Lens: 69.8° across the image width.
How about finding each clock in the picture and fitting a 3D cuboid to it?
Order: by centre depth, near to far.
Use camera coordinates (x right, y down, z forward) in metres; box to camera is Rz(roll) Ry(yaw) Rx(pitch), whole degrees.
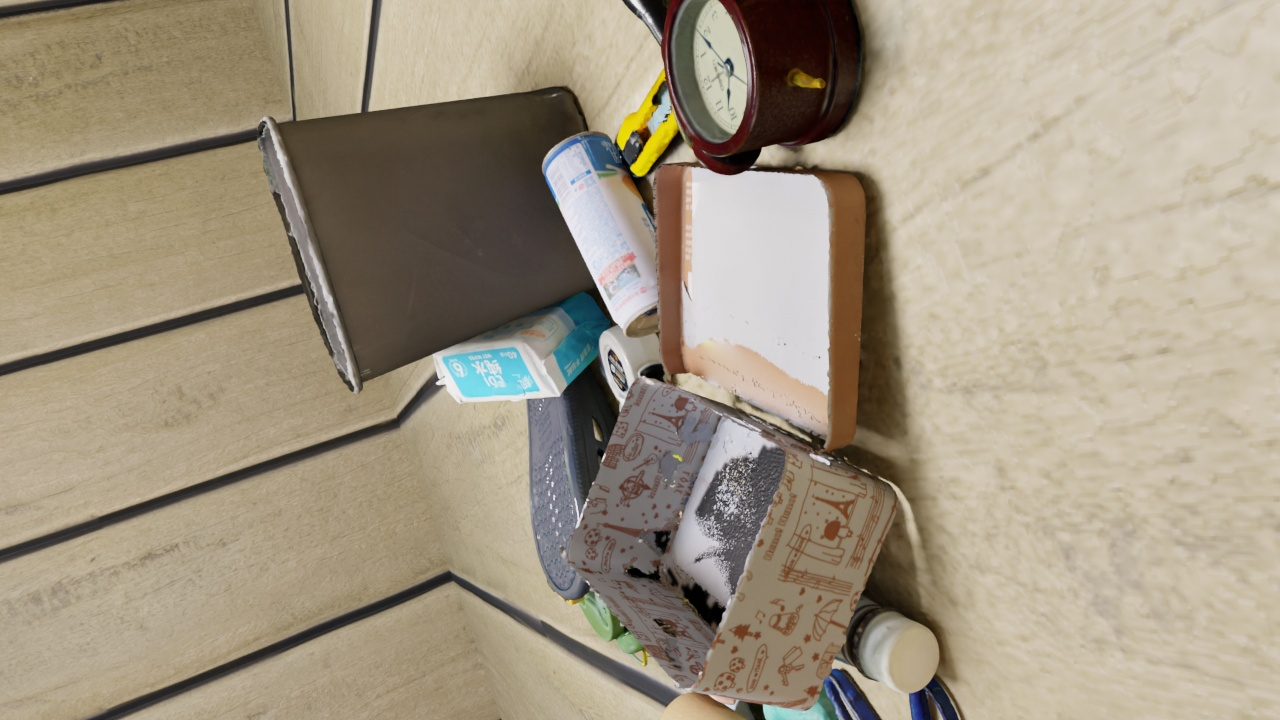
[{"bbox_3d":[0.046,-0.130,0.414,0.122,0.055,0.082,-13,96,66],"label":"clock"},{"bbox_3d":[-0.026,0.225,0.899,0.116,0.056,0.161,13,119,67],"label":"clock"}]

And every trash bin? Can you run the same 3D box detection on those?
[{"bbox_3d":[-0.157,-0.108,0.712,0.199,0.219,0.199,19,126,63],"label":"trash bin"}]

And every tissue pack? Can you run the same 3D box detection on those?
[{"bbox_3d":[-0.099,-0.009,0.765,0.140,0.089,0.063,-5,120,38],"label":"tissue pack"}]

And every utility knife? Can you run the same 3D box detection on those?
[{"bbox_3d":[0.005,-0.139,0.536,0.033,0.015,0.155,60,168,-2],"label":"utility knife"}]

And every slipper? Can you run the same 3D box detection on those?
[{"bbox_3d":[-0.049,0.075,0.819,0.111,0.083,0.267,125,142,-51],"label":"slipper"}]

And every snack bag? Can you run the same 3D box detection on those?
[{"bbox_3d":[0.112,0.348,0.690,0.191,0.038,0.110,44,149,54],"label":"snack bag"}]

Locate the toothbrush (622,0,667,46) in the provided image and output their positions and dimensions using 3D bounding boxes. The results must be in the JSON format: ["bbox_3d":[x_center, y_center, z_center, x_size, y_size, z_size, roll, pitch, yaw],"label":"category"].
[{"bbox_3d":[-0.003,-0.210,0.509,0.212,0.026,0.027,63,176,14],"label":"toothbrush"}]

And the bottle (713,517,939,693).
[{"bbox_3d":[0.096,0.144,0.544,0.195,0.044,0.080,7,124,66],"label":"bottle"}]

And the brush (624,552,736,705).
[{"bbox_3d":[0.035,0.212,0.729,0.146,0.063,0.073,26,128,59],"label":"brush"}]

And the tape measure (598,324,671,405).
[{"bbox_3d":[-0.004,0.004,0.687,0.065,0.033,0.066,55,156,32],"label":"tape measure"}]

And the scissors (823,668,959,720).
[{"bbox_3d":[0.157,0.236,0.513,0.176,0.012,0.163,47,149,45],"label":"scissors"}]

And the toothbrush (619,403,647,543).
[{"bbox_3d":[-0.001,0.106,0.796,0.016,0.016,0.180,50,153,49],"label":"toothbrush"}]

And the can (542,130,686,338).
[{"bbox_3d":[-0.016,-0.084,0.612,0.134,0.053,0.053,64,158,17],"label":"can"}]

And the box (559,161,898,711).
[{"bbox_3d":[0.050,0.030,0.500,0.178,0.106,0.272,27,110,62],"label":"box"}]

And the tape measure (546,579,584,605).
[{"bbox_3d":[-0.078,0.205,0.889,0.060,0.028,0.057,22,127,63],"label":"tape measure"}]

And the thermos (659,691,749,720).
[{"bbox_3d":[0.066,0.293,0.653,0.143,0.093,0.093,13,119,67],"label":"thermos"}]

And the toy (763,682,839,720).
[{"bbox_3d":[0.099,0.225,0.625,0.096,0.030,0.092,68,157,16],"label":"toy"}]

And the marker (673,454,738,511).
[{"bbox_3d":[0.038,0.086,0.677,0.124,0.015,0.018,32,142,56],"label":"marker"}]
